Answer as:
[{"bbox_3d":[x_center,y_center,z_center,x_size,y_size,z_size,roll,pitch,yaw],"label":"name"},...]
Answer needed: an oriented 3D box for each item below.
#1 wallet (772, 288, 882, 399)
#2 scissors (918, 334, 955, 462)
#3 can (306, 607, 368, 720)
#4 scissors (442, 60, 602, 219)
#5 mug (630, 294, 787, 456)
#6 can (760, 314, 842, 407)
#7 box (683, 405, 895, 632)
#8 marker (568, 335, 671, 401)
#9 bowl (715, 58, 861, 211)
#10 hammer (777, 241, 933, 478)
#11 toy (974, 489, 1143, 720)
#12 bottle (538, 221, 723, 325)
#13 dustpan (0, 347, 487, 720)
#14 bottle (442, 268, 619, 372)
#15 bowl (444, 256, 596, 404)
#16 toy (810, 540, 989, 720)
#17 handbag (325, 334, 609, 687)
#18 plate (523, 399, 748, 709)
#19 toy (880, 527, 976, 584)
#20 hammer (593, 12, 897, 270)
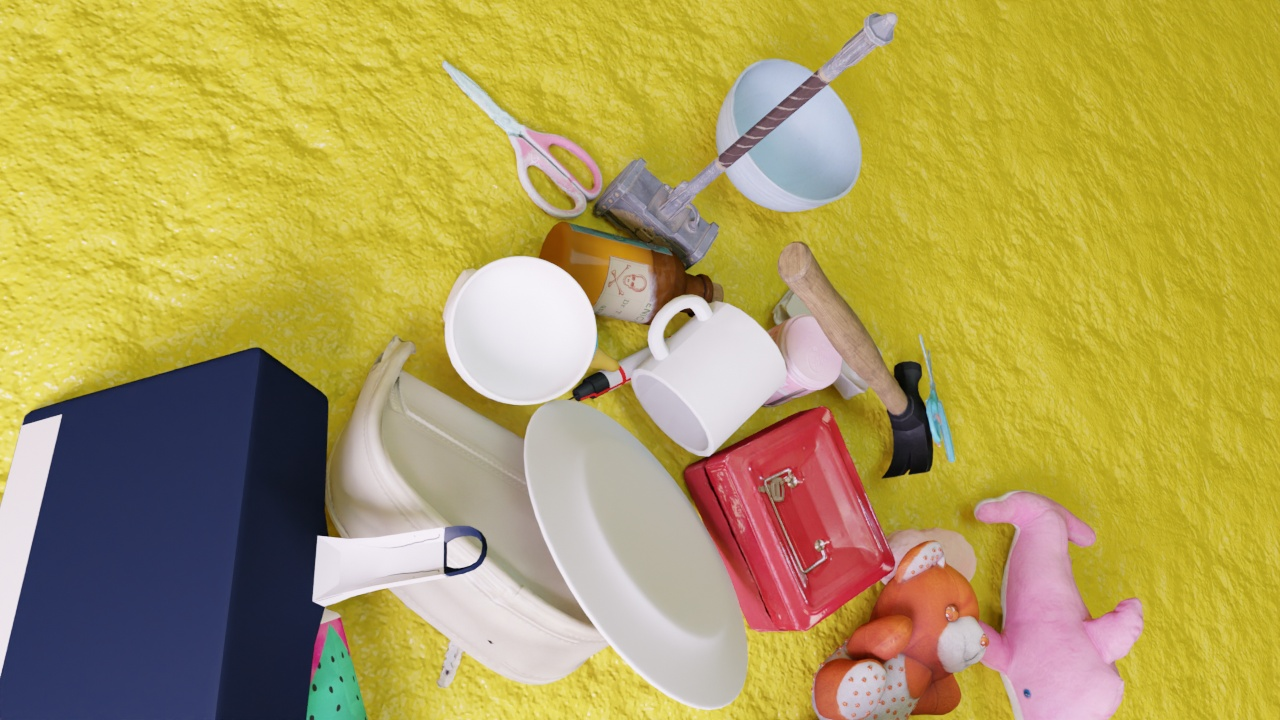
[{"bbox_3d":[0.179,-0.023,0.879,0.116,0.032,0.086,49,46,-4],"label":"wallet"},{"bbox_3d":[0.295,0.047,0.906,0.126,0.015,0.135,59,33,-33],"label":"scissors"},{"bbox_3d":[-0.203,0.234,0.539,0.088,0.088,0.166,-13,80,-32],"label":"can"},{"bbox_3d":[-0.106,-0.193,0.784,0.174,0.017,0.076,44,59,-10],"label":"scissors"},{"bbox_3d":[0.049,0.003,0.739,0.090,0.091,0.121,-42,121,-20],"label":"mug"},{"bbox_3d":[0.131,0.001,0.813,0.067,0.076,0.067,10,69,-27],"label":"can"},{"bbox_3d":[0.125,0.131,0.761,0.129,0.087,0.158,-21,85,-34],"label":"box"},{"bbox_3d":[-0.004,0.004,0.770,0.145,0.019,0.019,-27,87,-33],"label":"marker"},{"bbox_3d":[0.130,-0.205,0.884,0.150,0.075,0.150,10,69,-27],"label":"bowl"},{"bbox_3d":[0.190,0.000,0.785,0.305,0.040,0.132,42,44,-46],"label":"hammer"},{"bbox_3d":[0.397,0.244,0.853,0.186,0.128,0.265,17,60,-20],"label":"toy"},{"bbox_3d":[-0.003,-0.066,0.766,0.156,0.068,0.067,11,68,-26],"label":"bottle"},{"bbox_3d":[-0.226,0.118,0.507,0.080,0.273,0.235,54,26,-57],"label":"dustpan"},{"bbox_3d":[-0.080,-0.022,0.718,0.146,0.051,0.051,25,63,-20],"label":"bottle"},{"bbox_3d":[-0.089,-0.019,0.656,0.104,0.054,0.105,2,86,-22],"label":"bowl"},{"bbox_3d":[0.220,0.244,0.750,0.172,0.093,0.164,-48,127,-16],"label":"toy"},{"bbox_3d":[-0.118,0.113,0.645,0.229,0.132,0.183,35,35,-19],"label":"handbag"},{"bbox_3d":[0.007,0.126,0.649,0.242,0.016,0.242,46,20,-22],"label":"plate"},{"bbox_3d":[0.259,0.204,0.834,0.108,0.053,0.105,10,80,-27],"label":"toy"},{"bbox_3d":[0.077,-0.162,0.691,0.098,0.323,0.044,39,59,-12],"label":"hammer"}]
